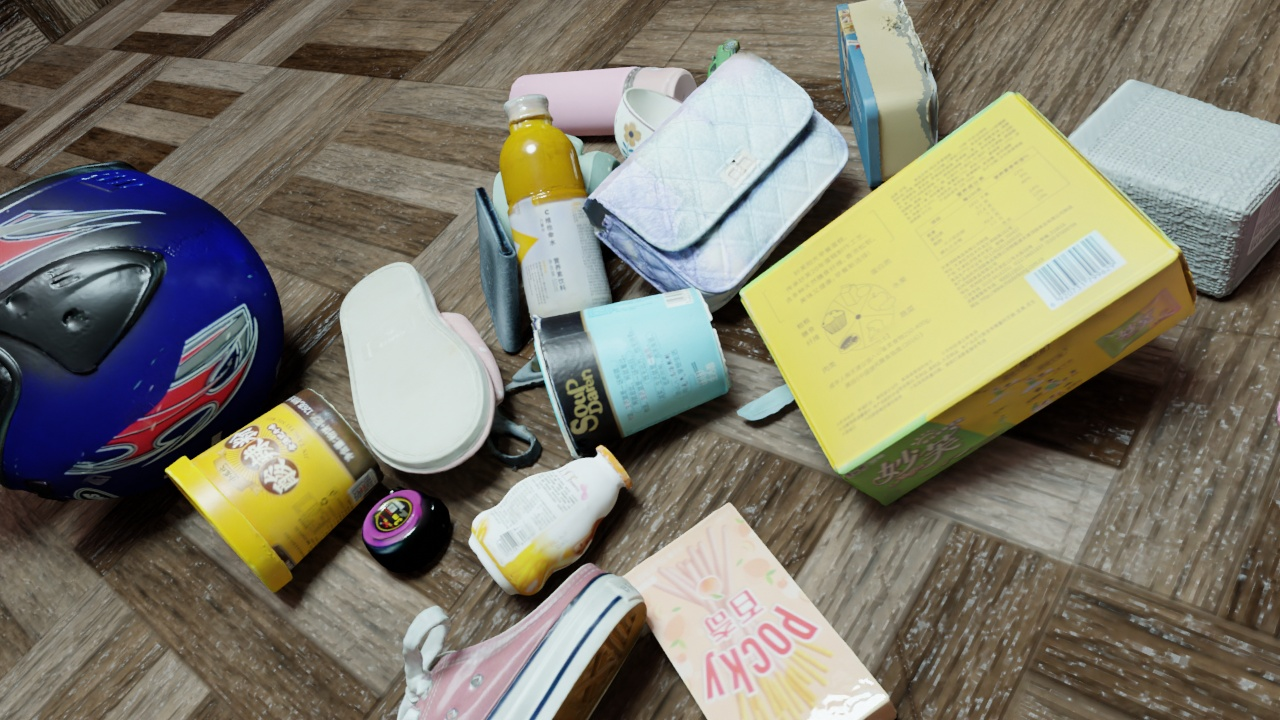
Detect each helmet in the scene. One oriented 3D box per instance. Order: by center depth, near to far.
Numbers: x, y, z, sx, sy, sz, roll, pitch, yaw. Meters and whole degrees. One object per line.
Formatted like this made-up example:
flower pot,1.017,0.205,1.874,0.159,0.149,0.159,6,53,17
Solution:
helmet,-0.456,0.000,0.769,0.314,0.248,0.240,-40,87,-19

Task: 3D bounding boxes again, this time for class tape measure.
tape measure,-0.167,0.123,0.657,0.057,0.039,0.057,7,48,32

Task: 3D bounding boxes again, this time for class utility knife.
utility knife,0.164,-0.011,0.633,0.216,0.013,0.029,-27,45,-2

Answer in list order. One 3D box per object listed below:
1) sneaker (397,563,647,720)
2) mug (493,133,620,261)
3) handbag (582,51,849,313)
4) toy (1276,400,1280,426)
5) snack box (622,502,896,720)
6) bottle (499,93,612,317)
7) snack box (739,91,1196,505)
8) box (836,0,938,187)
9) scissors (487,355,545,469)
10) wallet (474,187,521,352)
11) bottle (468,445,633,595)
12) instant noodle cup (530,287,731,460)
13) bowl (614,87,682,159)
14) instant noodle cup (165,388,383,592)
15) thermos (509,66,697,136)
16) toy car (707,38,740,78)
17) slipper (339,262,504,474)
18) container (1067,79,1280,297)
sneaker,-0.096,0.204,0.492,0.088,0.118,0.240,28,66,24
mug,-0.070,-0.150,0.811,0.106,0.112,0.082,-8,25,17
handbag,0.065,-0.142,0.721,0.134,0.076,0.193,40,71,5
toy,0.423,0.008,0.435,0.178,0.074,0.194,-39,44,1
snack box,0.060,0.158,0.516,0.084,0.026,0.157,-34,43,-6
bottle,-0.073,-0.118,0.741,0.068,0.068,0.189,-13,89,16
snack box,0.183,-0.036,0.551,0.210,0.070,0.157,-37,49,18
box,0.203,-0.223,0.759,0.060,0.090,0.183,-8,45,12
scissors,-0.123,0.034,0.740,0.181,0.014,0.159,-25,41,8
wallet,-0.123,-0.080,0.784,0.019,0.097,0.120,-10,40,-17
bottle,-0.057,0.102,0.601,0.108,0.063,0.063,-38,44,-10
instant noodle cup,-0.004,0.004,0.647,0.120,0.111,0.111,-17,43,-1
bowl,0.024,-0.188,0.822,0.062,0.113,0.113,-60,32,30
instant noodle cup,-0.267,0.091,0.687,0.118,0.118,0.114,25,56,41
thermos,-0.034,-0.267,0.944,0.199,0.067,0.087,6,23,31
toy car,0.087,-0.278,0.902,0.036,0.043,0.091,-10,46,20
slipper,-0.184,0.005,0.755,0.114,0.054,0.274,-36,43,-4
container,0.339,-0.107,0.582,0.090,0.090,0.114,-42,48,-14
